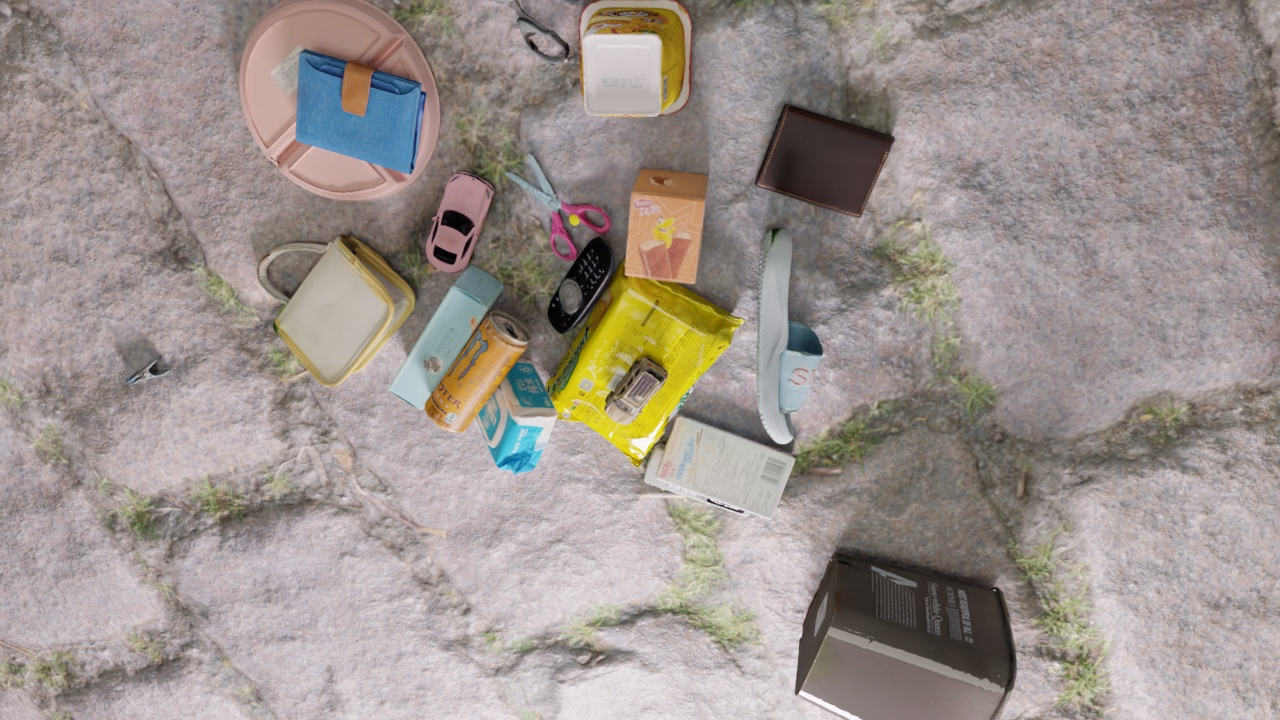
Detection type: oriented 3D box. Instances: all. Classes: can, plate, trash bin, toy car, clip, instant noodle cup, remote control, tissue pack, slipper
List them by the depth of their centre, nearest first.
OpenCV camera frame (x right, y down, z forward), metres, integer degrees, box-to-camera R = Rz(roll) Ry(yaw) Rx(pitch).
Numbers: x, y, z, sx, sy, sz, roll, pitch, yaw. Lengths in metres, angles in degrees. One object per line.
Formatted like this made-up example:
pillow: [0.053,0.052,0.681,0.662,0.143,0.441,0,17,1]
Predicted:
instant noodle cup: [-0.010,-0.291,0.905,0.116,0.123,0.116,3,118,6]
plate: [-0.335,-0.282,1.010,0.229,0.028,0.230,4,117,7]
slipper: [0.167,-0.027,1.032,0.074,0.104,0.246,-1,110,6]
toy car: [-0.008,0.038,1.047,0.042,0.035,0.091,34,120,-8]
toy car: [-0.209,-0.156,1.052,0.056,0.037,0.123,23,117,-6]
remote control: [-0.065,-0.086,1.061,0.053,0.024,0.137,55,129,21]
can: [-0.189,0.015,1.062,0.058,0.058,0.146,35,109,-10]
tissue pack: [-0.155,0.062,1.107,0.063,0.140,0.090,7,122,-31]
trash bin: [0.327,0.369,1.165,0.220,0.198,0.199,19,117,5]
remote control: [0.081,0.154,1.177,0.150,0.021,0.058,19,118,-1]
clip: [-0.649,0.016,1.208,0.057,0.024,0.029,-25,115,12]

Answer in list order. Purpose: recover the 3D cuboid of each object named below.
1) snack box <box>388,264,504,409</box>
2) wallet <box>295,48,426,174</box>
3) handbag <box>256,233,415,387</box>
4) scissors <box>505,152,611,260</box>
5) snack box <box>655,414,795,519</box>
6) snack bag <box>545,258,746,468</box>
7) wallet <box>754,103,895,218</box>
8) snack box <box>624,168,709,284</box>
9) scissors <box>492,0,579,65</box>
snack box: [-0.232,-0.027,1.098,0.051,0.074,0.175,33,116,-9]
wallet: [-0.300,-0.264,0.978,0.133,0.040,0.107,16,122,-2]
handbag: [-0.377,-0.080,1.109,0.179,0.063,0.164,46,114,1]
scissors: [-0.102,-0.170,1.043,0.136,0.017,0.106,32,122,-4]
snack box: [0.105,0.133,1.144,0.157,0.027,0.085,20,95,-2]
snack bag: [-0.006,0.006,1.089,0.158,0.068,0.247,29,118,-7]
wallet: [0.194,-0.210,0.978,0.122,0.020,0.097,17,123,-2]
snack box: [0.029,-0.147,0.990,0.077,0.092,0.094,7,118,4]
scissors: [-0.135,-0.368,0.932,0.160,0.014,0.173,-16,119,30]
